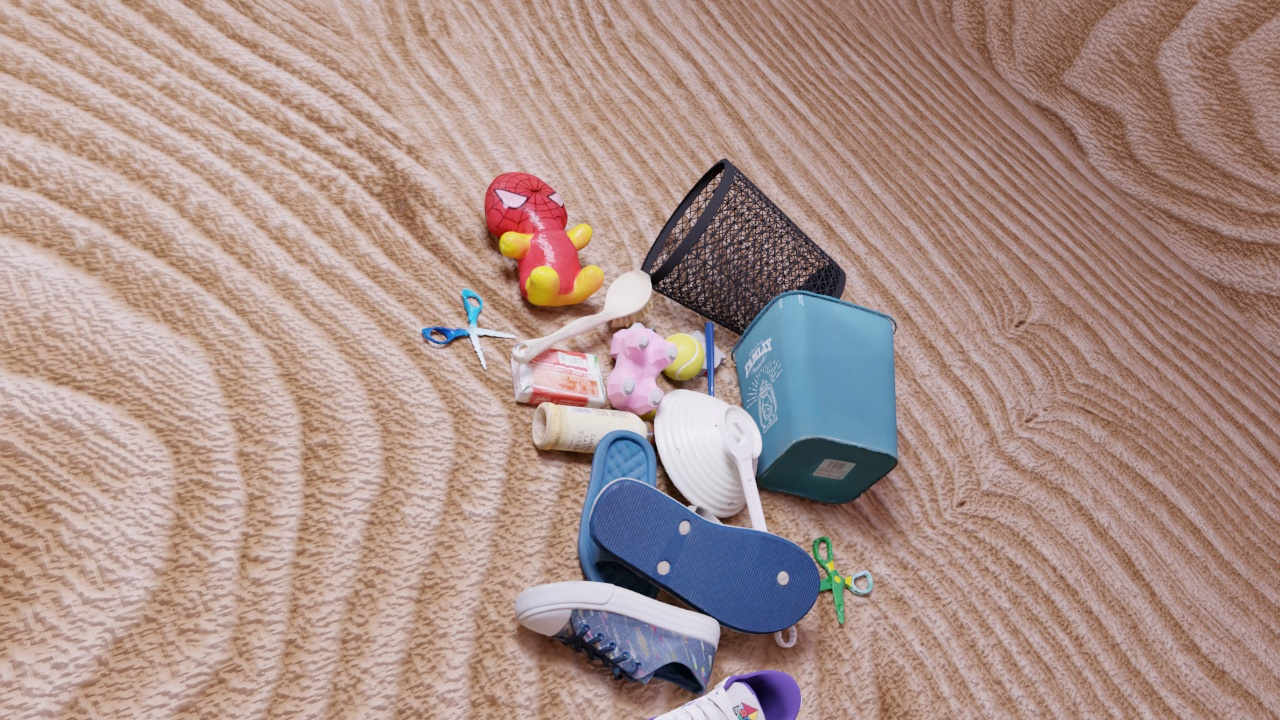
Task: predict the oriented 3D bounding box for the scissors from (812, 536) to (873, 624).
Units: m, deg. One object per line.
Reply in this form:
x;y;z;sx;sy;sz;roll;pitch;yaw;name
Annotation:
0.257;0.285;1.185;0.127;0.011;0.125;19;44;-18;scissors

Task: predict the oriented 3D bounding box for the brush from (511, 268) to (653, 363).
-0.071;-0.050;1.199;0.062;0.077;0.271;20;33;30;brush

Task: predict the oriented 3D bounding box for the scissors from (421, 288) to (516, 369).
-0.219;-0.040;1.165;0.132;0.014;0.127;-1;58;-40;scissors

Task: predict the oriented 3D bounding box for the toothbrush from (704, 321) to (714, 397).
0.095;0.027;1.285;0.017;0.016;0.189;14;56;-18;toothbrush

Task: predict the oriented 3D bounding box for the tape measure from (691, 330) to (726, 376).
0.088;-0.009;1.331;0.060;0.020;0.062;43;42;7;tape measure

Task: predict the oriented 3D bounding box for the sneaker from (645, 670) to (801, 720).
0.066;0.370;0.906;0.243;0.111;0.091;-8;58;-38;sneaker

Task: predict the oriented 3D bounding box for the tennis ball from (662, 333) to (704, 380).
0.056;-0.005;1.273;0.065;0.065;0.065;18;45;-19;tennis ball

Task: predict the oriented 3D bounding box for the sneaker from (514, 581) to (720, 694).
-0.018;0.290;0.949;0.235;0.088;0.079;19;50;-22;sneaker

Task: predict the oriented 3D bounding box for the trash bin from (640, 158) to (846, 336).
0.159;-0.139;1.367;0.243;0.218;0.216;34;42;-12;trash bin

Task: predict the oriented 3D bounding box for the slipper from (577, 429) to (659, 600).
-0.018;0.176;1.047;0.103;0.059;0.213;11;62;-22;slipper

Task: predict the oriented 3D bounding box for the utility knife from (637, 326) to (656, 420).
0.011;0.013;1.256;0.020;0.029;0.173;25;41;-21;utility knife

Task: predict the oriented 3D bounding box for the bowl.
0.104;0.104;1.164;0.177;0.071;0.177;30;44;-33;bowl

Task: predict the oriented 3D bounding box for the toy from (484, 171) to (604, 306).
-0.144;-0.170;1.266;0.147;0.099;0.216;1;53;-48;toy

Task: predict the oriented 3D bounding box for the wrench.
0.145;0.206;1.100;0.047;0.009;0.273;-8;82;-40;wrench

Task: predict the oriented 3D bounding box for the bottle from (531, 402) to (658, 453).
-0.050;0.087;1.127;0.162;0.057;0.056;8;49;-28;bottle

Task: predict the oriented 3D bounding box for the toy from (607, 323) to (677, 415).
-0.007;0.007;1.192;0.067;0.158;0.123;22;83;-16;toy

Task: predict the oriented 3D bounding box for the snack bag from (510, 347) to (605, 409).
-0.105;0.022;1.164;0.115;0.036;0.077;9;50;-28;snack bag

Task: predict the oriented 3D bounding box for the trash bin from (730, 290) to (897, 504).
0.243;0.059;1.253;0.199;0.197;0.218;14;52;-16;trash bin

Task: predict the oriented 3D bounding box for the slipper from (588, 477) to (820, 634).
0.068;0.221;1.026;0.294;0.060;0.118;28;74;-17;slipper
